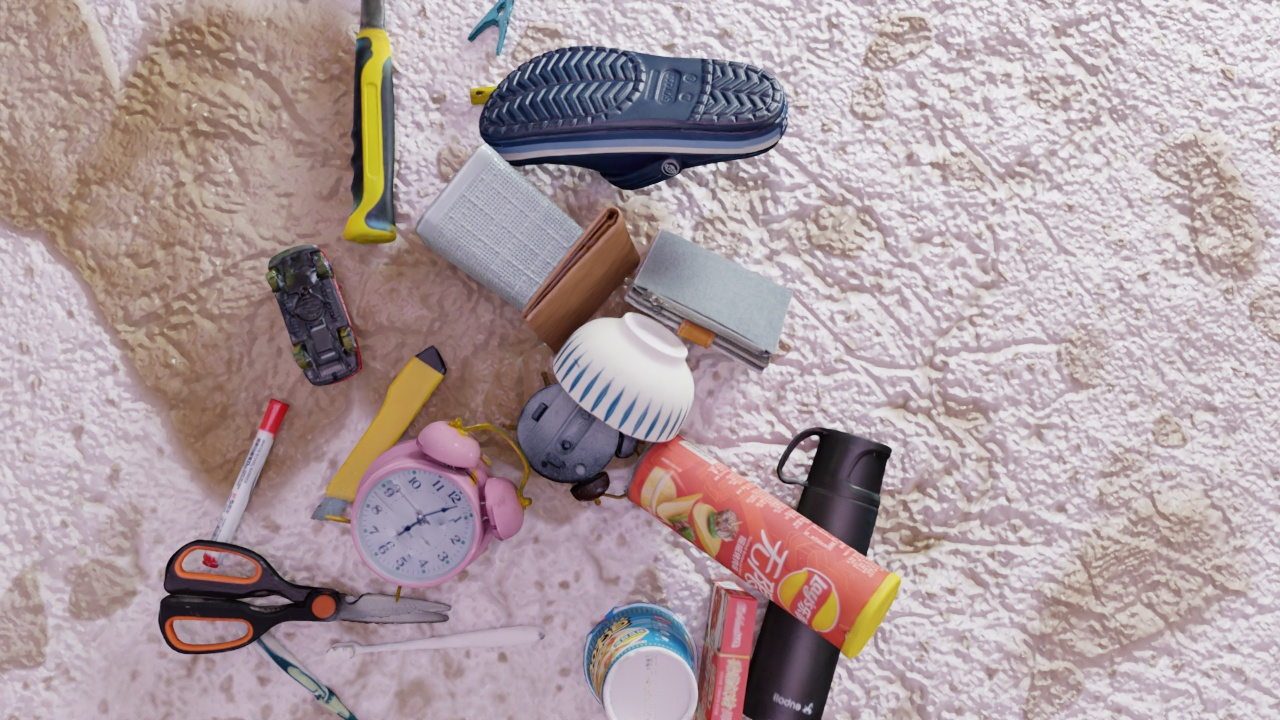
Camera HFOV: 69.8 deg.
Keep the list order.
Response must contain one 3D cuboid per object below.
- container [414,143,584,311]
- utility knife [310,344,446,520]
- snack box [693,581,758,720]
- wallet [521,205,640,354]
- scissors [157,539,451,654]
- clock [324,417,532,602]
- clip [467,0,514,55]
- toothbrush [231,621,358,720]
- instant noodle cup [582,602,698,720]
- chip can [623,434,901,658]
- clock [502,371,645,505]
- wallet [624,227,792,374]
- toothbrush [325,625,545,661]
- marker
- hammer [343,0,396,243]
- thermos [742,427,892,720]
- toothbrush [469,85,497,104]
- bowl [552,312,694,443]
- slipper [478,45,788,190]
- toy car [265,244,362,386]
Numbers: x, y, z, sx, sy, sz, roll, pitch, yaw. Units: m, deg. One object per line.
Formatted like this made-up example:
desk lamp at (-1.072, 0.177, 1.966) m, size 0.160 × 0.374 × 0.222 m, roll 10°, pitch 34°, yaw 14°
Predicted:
container at (-0.110, -0.102, 0.757) m, size 0.111 × 0.090 × 0.090 m, roll 38°, pitch 84°, yaw -4°
utility knife at (-0.219, 0.063, 0.771) m, size 0.033 × 0.015 × 0.176 m, roll 34°, pitch 85°, yaw 5°
snack box at (0.066, 0.262, 0.744) m, size 0.025 × 0.075 × 0.153 m, roll 9°, pitch 85°, yaw -4°
wallet at (-0.046, -0.062, 0.751) m, size 0.020 × 0.101 × 0.115 m, roll 39°, pitch 84°, yaw 16°
scissors at (-0.274, 0.213, 0.750) m, size 0.235 × 0.022 × 0.139 m, roll 28°, pitch 84°, yaw -8°
clock at (-0.160, 0.113, 0.734) m, size 0.158 × 0.060 × 0.117 m, roll -37°, pitch 97°, yaw 3°
clip at (-0.127, -0.298, 0.808) m, size 0.034 × 0.013 × 0.055 m, roll 30°, pitch 86°, yaw -2°
toothbrush at (-0.263, 0.272, 0.750) m, size 0.191 × 0.018 × 0.016 m, roll 41°, pitch 83°, yaw 0°
instant noodle cup at (0.003, 0.250, 0.724) m, size 0.099 × 0.110 × 0.099 m, roll 0°, pitch 86°, yaw -4°
chip can at (0.091, 0.138, 0.715) m, size 0.217 × 0.073 × 0.073 m, roll 33°, pitch 83°, yaw 24°
clock at (-0.050, 0.068, 0.762) m, size 0.122 × 0.055 × 0.082 m, roll 36°, pitch 83°, yaw -1°
wallet at (0.057, -0.049, 0.769) m, size 0.129 × 0.037 × 0.106 m, roll 27°, pitch 44°, yaw -2°
toothbrush at (-0.169, 0.235, 0.760) m, size 0.180 × 0.016 × 0.016 m, roll -4°, pitch 88°, yaw -4°
marker at (-0.327, 0.101, 0.760) m, size 0.017 × 0.017 × 0.145 m, roll 21°, pitch 84°, yaw -2°
hammer at (-0.228, -0.262, 0.789) m, size 0.126 × 0.032 × 0.323 m, roll -2°, pitch 85°, yaw -3°
thermos at (0.136, 0.177, 0.764) m, size 0.090 × 0.068 × 0.242 m, roll 16°, pitch 83°, yaw 9°
toothbrush at (-0.055, -0.242, 0.806) m, size 0.190 × 0.016 × 0.015 m, roll -7°, pitch 86°, yaw -4°
bowl at (-0.004, 0.004, 0.732) m, size 0.116 × 0.116 × 0.066 m, roll 32°, pitch 110°, yaw -1°
slipper at (-0.004, -0.198, 0.770) m, size 0.253 × 0.095 × 0.104 m, roll 0°, pitch 54°, yaw 7°
toy car at (-0.269, -0.037, 0.761) m, size 0.053 × 0.045 × 0.120 m, roll -20°, pitch 84°, yaw -7°
